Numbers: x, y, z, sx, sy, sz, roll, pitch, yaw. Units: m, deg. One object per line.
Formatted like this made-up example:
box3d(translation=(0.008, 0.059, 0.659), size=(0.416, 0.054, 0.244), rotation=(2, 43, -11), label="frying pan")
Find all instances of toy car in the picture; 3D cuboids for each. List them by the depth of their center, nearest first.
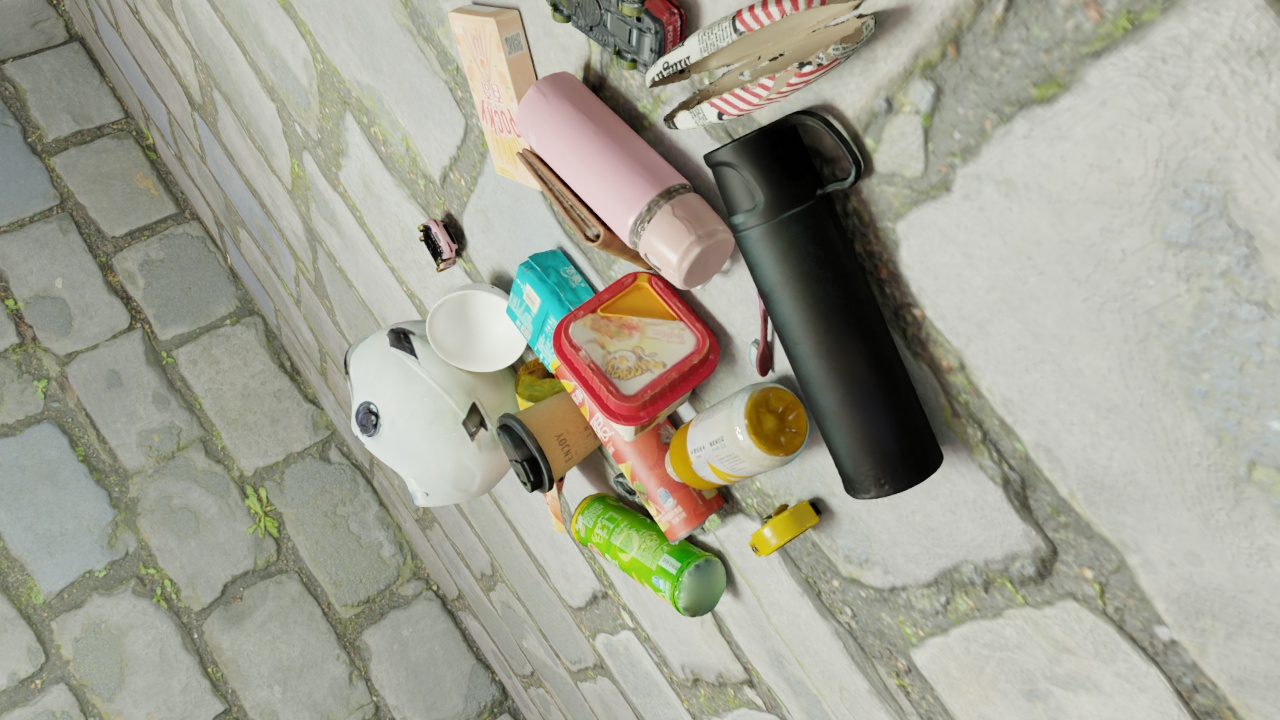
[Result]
box3d(translation=(-0.019, -0.240, 0.620), size=(0.120, 0.045, 0.053), rotation=(41, 148, 22), label="toy car")
box3d(translation=(-0.252, -0.145, 1.150), size=(0.056, 0.037, 0.122), rotation=(63, 167, -3), label="toy car")

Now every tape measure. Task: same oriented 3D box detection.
box3d(translation=(0.121, 0.138, 0.772), size=(0.029, 0.059, 0.057), rotation=(56, 156, 15), label="tape measure")

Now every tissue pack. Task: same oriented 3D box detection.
box3d(translation=(-0.090, -0.049, 0.951), size=(0.093, 0.050, 0.134), rotation=(52, 154, 9), label="tissue pack")

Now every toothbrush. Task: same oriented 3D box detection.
box3d(translation=(0.087, -0.060, 0.667), size=(0.017, 0.016, 0.188), rotation=(48, 155, 42), label="toothbrush")

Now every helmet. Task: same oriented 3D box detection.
box3d(translation=(-0.242, 0.044, 1.170), size=(0.146, 0.228, 0.258), rotation=(-34, 84, 27), label="helmet")

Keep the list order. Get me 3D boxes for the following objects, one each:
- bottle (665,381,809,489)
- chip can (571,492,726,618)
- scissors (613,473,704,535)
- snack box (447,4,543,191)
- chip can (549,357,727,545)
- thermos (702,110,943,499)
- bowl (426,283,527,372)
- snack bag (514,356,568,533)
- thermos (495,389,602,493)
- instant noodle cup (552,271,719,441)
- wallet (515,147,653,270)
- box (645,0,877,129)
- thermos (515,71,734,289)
box3d(translation=(0.071, 0.071, 0.775), size=(0.068, 0.067, 0.190), rotation=(57, 154, 3), label="bottle")
box3d(translation=(0.007, 0.218, 1.047), size=(0.221, 0.072, 0.073), rotation=(20, 135, 53), label="chip can")
box3d(translation=(0.008, 0.131, 1.018), size=(0.180, 0.014, 0.160), rotation=(49, 153, 17), label="scissors")
box3d(translation=(-0.121, -0.236, 0.827), size=(0.084, 0.026, 0.157), rotation=(29, 141, 46), label="snack box")
box3d(translation=(-0.003, 0.073, 0.907), size=(0.216, 0.073, 0.073), rotation=(56, 154, 4), label="chip can")
box3d(translation=(0.124, -0.034, 0.577), size=(0.090, 0.068, 0.242), rotation=(-15, 106, 41), label="thermos")
box3d(translation=(-0.190, -0.052, 1.093), size=(0.064, 0.118, 0.118), rotation=(-91, -7, -51), label="bowl")
box3d(translation=(-0.104, 0.096, 1.098), size=(0.128, 0.073, 0.208), rotation=(-96, 4, -48), label="snack bag")
box3d(translation=(-0.080, 0.073, 0.959), size=(0.093, 0.143, 0.093), rotation=(42, 150, 32), label="thermos")
box3d(translation=(-0.005, 0.005, 0.801), size=(0.116, 0.116, 0.124), rotation=(50, 164, 18), label="instant noodle cup")
box3d(translation=(-0.043, -0.124, 0.755), size=(0.115, 0.020, 0.101), rotation=(50, -165, 22), label="wallet")
box3d(translation=(0.061, -0.183, 0.525), size=(0.073, 0.075, 0.164), rotation=(60, 156, -14), label="box")
box3d(translation=(-0.011, -0.134, 0.709), size=(0.198, 0.067, 0.087), rotation=(46, 172, 20), label="thermos")
